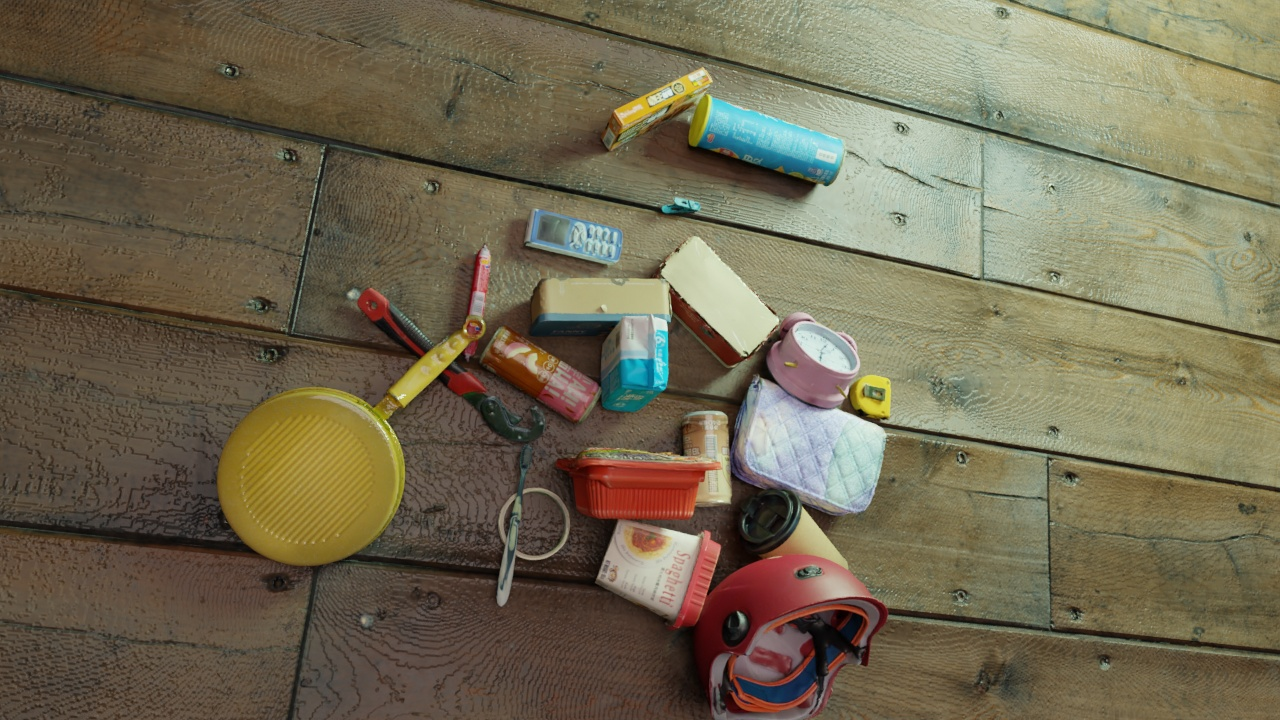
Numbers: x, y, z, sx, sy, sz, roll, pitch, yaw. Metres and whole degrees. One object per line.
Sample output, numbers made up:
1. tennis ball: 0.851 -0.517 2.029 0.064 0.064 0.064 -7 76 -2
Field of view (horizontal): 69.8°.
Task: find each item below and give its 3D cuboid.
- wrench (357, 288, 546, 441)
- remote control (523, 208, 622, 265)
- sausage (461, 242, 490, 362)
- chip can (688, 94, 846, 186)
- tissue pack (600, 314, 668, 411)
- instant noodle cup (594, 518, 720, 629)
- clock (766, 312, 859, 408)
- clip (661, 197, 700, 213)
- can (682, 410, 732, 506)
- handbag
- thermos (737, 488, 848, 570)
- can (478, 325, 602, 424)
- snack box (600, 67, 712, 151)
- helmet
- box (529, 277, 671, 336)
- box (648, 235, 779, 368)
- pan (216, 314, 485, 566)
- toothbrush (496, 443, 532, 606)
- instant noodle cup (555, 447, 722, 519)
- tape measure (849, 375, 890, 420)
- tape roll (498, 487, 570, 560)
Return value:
1. wrench: -0.229 0.009 1.103 0.273 0.016 0.056 38 108 -2
2. remote control: -0.086 -0.159 1.191 0.125 0.024 0.049 12 74 -15
3. sausage: -0.203 -0.073 1.139 0.020 0.020 0.155 10 75 -14
4. chip can: 0.177 -0.305 1.280 0.210 0.071 0.071 14 74 -14
5. tissue pack: -0.007 0.007 1.117 0.063 0.140 0.090 5 72 -15
6. instant noodle cup: 0.017 0.246 1.088 0.124 0.117 0.116 20 72 2
7. clock: 0.232 -0.008 1.214 0.117 0.060 0.158 26 32 -4
8. clip: 0.058 -0.210 1.249 0.054 0.033 0.013 -1 78 -34
9. can: 0.084 0.125 1.157 0.058 0.059 0.116 1 77 -17
10. handbag: 0.213 0.114 1.191 0.194 0.076 0.134 23 72 -12
11. thermos: 0.192 0.229 1.144 0.143 0.093 0.093 44 68 -22
12. can: -0.122 0.018 1.121 0.147 0.058 0.057 32 70 -7
13. snack box: 0.021 -0.339 1.238 0.153 0.075 0.026 -32 87 -21
14. helmet: 0.159 0.302 1.063 0.206 0.241 0.143 14 31 -33
15. box: -0.057 -0.066 1.145 0.184 0.090 0.059 -3 79 -15
16. box: 0.098 -0.080 1.200 0.168 0.076 0.091 45 70 -3
17. pan: -0.309 0.074 1.038 0.357 0.078 0.197 -44 97 -7
18. toothbrush: -0.147 0.191 1.078 0.016 0.018 0.191 12 74 -14
19. instant noodle cup: -0.008 0.142 1.062 0.164 0.189 0.079 3 84 -14
20. tape measure: 0.319 0.049 1.261 0.057 0.029 0.060 11 74 -13
21. tape roll: -0.127 0.196 1.101 0.085 0.014 0.085 4 76 -15
